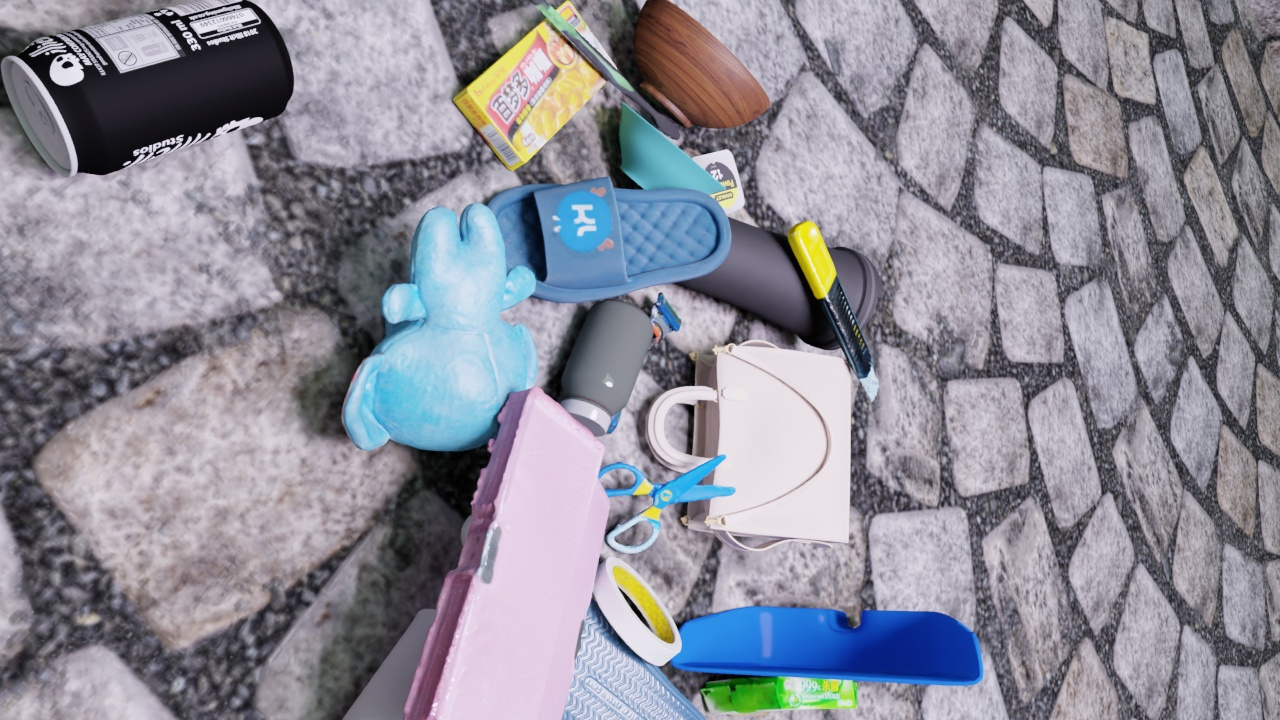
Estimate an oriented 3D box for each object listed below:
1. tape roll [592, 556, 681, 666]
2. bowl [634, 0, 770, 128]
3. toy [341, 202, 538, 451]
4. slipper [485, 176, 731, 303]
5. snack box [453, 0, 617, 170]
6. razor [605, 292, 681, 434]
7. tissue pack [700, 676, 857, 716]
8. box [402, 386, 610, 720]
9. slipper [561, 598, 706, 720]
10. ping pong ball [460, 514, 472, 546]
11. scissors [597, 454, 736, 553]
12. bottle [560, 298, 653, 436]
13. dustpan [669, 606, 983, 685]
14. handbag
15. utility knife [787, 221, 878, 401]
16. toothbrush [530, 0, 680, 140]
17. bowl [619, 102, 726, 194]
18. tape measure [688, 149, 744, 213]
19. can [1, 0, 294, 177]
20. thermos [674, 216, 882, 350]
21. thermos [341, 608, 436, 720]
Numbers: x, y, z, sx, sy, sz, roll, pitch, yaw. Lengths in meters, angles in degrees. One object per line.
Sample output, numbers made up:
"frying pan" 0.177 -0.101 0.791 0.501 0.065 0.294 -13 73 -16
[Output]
"tape roll" -0.004 0.202 0.743 0.019 0.094 0.094 -40 114 6
"bowl" 0.042 -0.259 0.847 0.147 0.147 0.069 37 100 -29
"toy" -0.142 -0.021 0.653 0.183 0.115 0.181 -18 115 -48
"slipper" -0.024 -0.102 0.758 0.213 0.059 0.103 -3 81 -14
"snack box" -0.086 -0.237 0.786 0.075 0.025 0.151 51 55 -22
"razor" -0.005 0.005 0.817 0.044 0.018 0.140 53 56 -41
"tissue pack" 0.125 0.301 0.825 0.113 0.100 0.034 14 63 -38
"box" -0.064 0.158 0.628 0.180 0.051 0.232 55 38 -47
"slipper" -0.030 0.271 0.728 0.213 0.059 0.103 45 62 -9
"ping pong ball" -0.115 0.132 0.691 0.040 0.040 0.040 8 78 -38
"scissors" 0.024 0.124 0.782 0.132 0.020 0.097 -3 98 -4
"bottle" -0.031 0.006 0.768 0.060 0.060 0.108 35 62 -30
"dustpan" 0.184 0.257 0.842 0.257 0.246 0.059 39 51 -63
"handbag" 0.094 0.076 0.848 0.197 0.101 0.194 10 76 -25
"utility knife" 0.185 -0.044 0.857 0.028 0.020 0.186 -32 104 -21
"toothbrush" -0.030 -0.257 0.811 0.188 0.017 0.014 37 88 -32
"bowl" 0.017 -0.176 0.831 0.121 0.121 0.046 33 103 -31
"tape measure" 0.072 -0.175 0.911 0.064 0.017 0.065 -23 97 -39
"can" -0.297 -0.171 0.567 0.145 0.080 0.080 -36 105 -37
"thermos" 0.123 -0.083 0.889 0.218 0.106 0.105 15 73 -31
"thermos" -0.163 0.277 0.583 0.131 0.132 0.221 46 50 -24
